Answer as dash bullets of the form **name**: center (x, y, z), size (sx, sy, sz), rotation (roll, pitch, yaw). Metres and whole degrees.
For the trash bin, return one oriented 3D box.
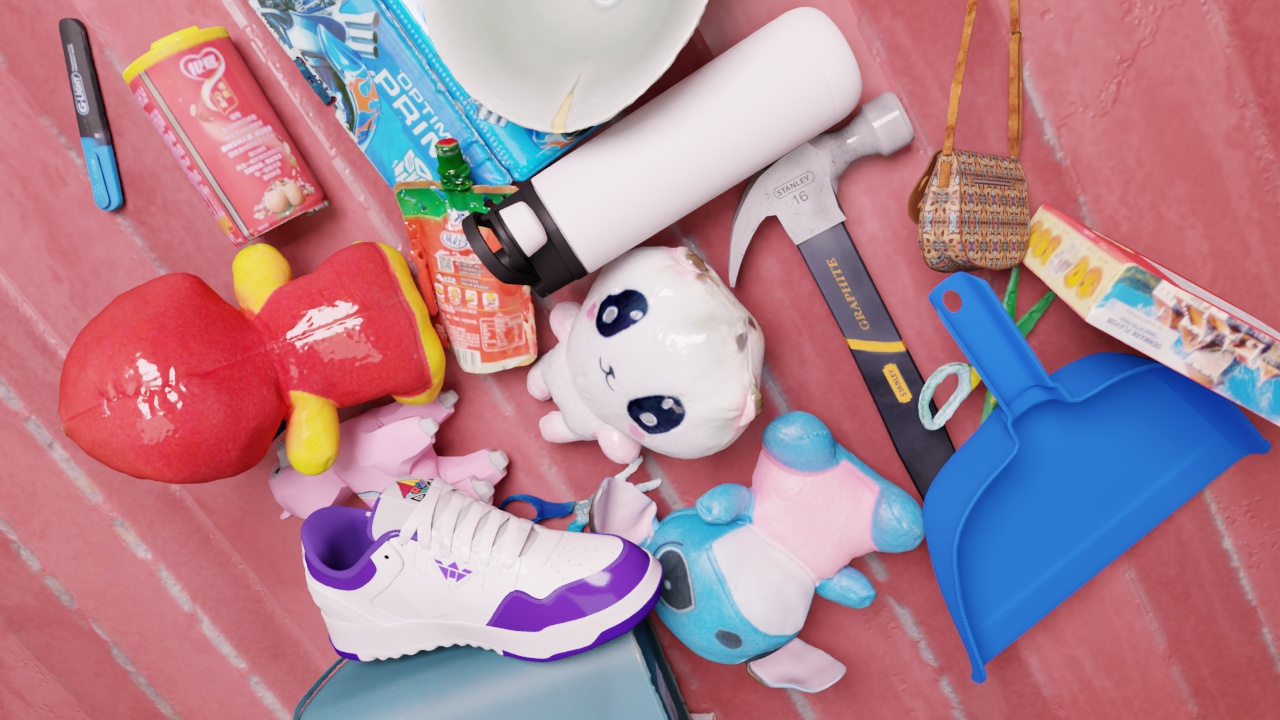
- **trash bin**: center (-0.082, 0.265, 0.638), size (0.218, 0.199, 0.196), rotation (-22, 91, 0)

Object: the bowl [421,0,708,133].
- **bowl**: center (-0.030, -0.207, 0.494), size (0.174, 0.067, 0.174), rotation (1, 94, 19)

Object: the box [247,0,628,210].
- **box**: center (-0.141, -0.207, 0.541), size (0.176, 0.060, 0.243), rotation (-32, 105, 16)

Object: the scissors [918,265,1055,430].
- **scissors**: center (0.220, -0.002, 0.587), size (0.108, 0.012, 0.132), rotation (1, 103, -23)

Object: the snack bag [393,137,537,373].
- **snack bag**: center (-0.110, -0.065, 0.583), size (0.087, 0.044, 0.155), rotation (6, 126, 17)

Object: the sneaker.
- **sneaker**: center (-0.109, 0.119, 0.577), size (0.245, 0.091, 0.111), rotation (-10, 115, 20)

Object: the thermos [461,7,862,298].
- **thermos**: center (0.014, -0.116, 0.513), size (0.230, 0.101, 0.068), rotation (-32, 87, 1)

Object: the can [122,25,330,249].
- **can**: center (-0.257, -0.138, 0.574), size (0.067, 0.066, 0.124), rotation (-23, 108, 13)

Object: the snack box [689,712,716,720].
- **snack box**: center (-0.072, 0.333, 0.755), size (0.273, 0.044, 0.077), rotation (-2, 111, 6)

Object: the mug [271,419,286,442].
- **mug**: center (-0.288, 0.016, 0.625), size (0.086, 0.089, 0.112), rotation (-35, 104, 17)

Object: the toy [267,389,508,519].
- **toy**: center (-0.184, 0.085, 0.657), size (0.158, 0.067, 0.123), rotation (-28, 109, 20)

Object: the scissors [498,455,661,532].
- **scissors**: center (-0.048, 0.103, 0.679), size (0.135, 0.016, 0.083), rotation (-42, 101, 17)

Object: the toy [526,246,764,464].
- **toy**: center (-0.003, 0.004, 0.595), size (0.180, 0.101, 0.139), rotation (-23, 87, 31)

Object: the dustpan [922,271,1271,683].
- **dustpan**: center (0.247, 0.050, 0.569), size (0.245, 0.059, 0.257), rotation (-39, 105, 0)

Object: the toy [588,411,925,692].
- **toy**: center (0.079, 0.123, 0.633), size (0.224, 0.098, 0.192), rotation (40, 103, -10)

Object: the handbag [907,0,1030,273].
- **handbag**: center (0.193, -0.148, 0.530), size (0.043, 0.093, 0.196), rotation (9, 102, 45)

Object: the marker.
- **marker**: center (-0.362, -0.160, 0.603), size (0.018, 0.015, 0.123), rotation (1, 110, 6)

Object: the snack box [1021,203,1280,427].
- **snack box**: center (0.301, -0.028, 0.525), size (0.145, 0.142, 0.040), rotation (27, 113, -5)

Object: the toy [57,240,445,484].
- **toy**: center (-0.229, -0.002, 0.550), size (0.147, 0.215, 0.099), rotation (63, 150, 10)

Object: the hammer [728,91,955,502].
- **hammer**: center (0.167, -0.003, 0.607), size (0.139, 0.035, 0.312), rotation (-27, 108, 14)
